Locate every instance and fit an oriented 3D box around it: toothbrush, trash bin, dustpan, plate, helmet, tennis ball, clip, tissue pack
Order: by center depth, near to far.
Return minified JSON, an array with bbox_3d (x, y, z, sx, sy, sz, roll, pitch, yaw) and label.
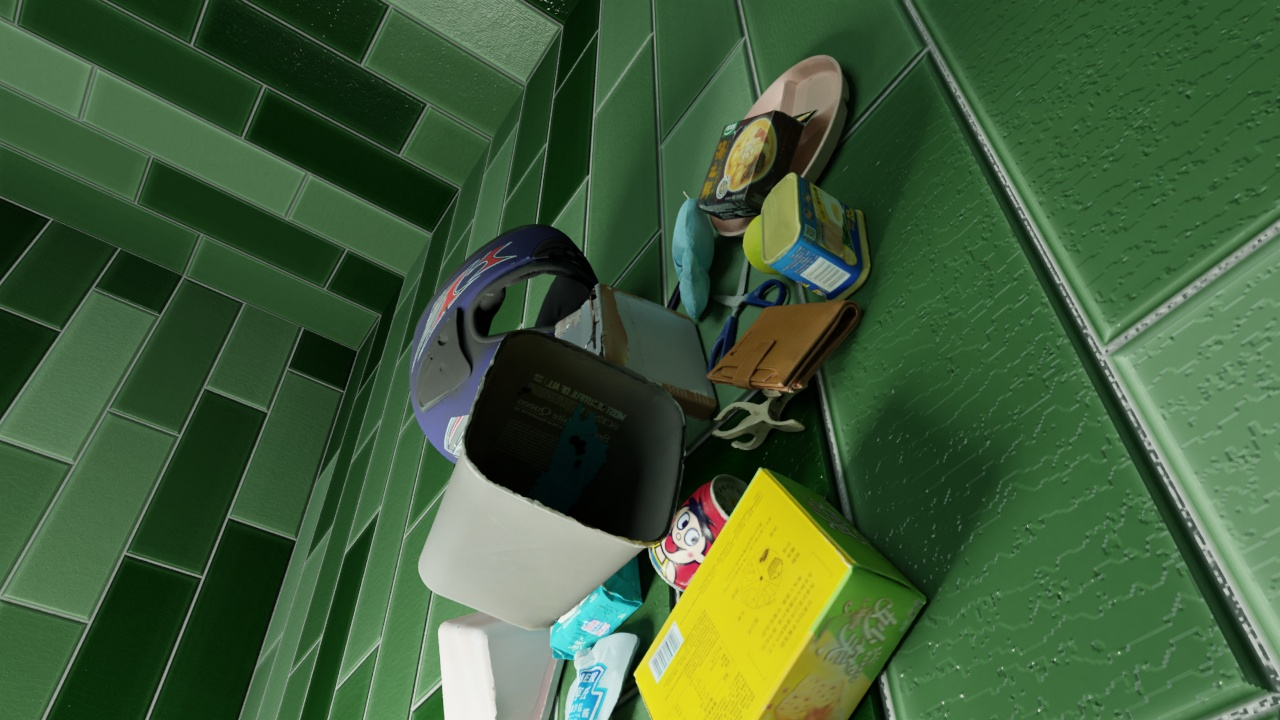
[{"bbox_3d":[0.111,0.052,0.841,0.100,0.034,0.070,-29,40,47],"label":"clip"},{"bbox_3d":[-0.094,0.125,0.874,0.220,0.199,0.198,-55,14,40],"label":"trash bin"},{"bbox_3d":[0.136,-0.119,0.921,0.066,0.065,0.065,-47,28,35],"label":"tennis ball"},{"bbox_3d":[-0.052,0.244,0.965,0.134,0.050,0.093,-51,27,30],"label":"tissue pack"},{"bbox_3d":[0.157,-0.241,1.052,0.230,0.028,0.229,-46,29,34],"label":"plate"},{"bbox_3d":[-0.140,0.378,1.071,0.223,0.138,0.273,-16,79,59],"label":"dustpan"},{"bbox_3d":[0.034,-0.057,1.144,0.189,0.014,0.017,-66,10,-6],"label":"toothbrush"},{"bbox_3d":[-0.153,0.010,1.190,0.316,0.247,0.240,-51,53,21],"label":"helmet"}]

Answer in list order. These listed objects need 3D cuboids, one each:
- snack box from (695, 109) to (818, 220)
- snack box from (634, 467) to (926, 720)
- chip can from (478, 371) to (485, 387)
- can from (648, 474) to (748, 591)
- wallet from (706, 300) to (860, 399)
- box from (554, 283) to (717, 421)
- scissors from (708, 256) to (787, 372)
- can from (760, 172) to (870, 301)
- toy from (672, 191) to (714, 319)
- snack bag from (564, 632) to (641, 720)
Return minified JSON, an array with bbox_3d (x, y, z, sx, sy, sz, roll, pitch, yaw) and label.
[{"bbox_3d":[0.125,-0.220,1.009,0.113,0.053,0.125,11,82,66],"label":"snack box"},{"bbox_3d":[0.091,0.206,0.671,0.210,0.070,0.157,-60,23,9],"label":"snack box"},{"bbox_3d":[-0.103,0.089,1.025,0.073,0.217,0.073,-16,41,14],"label":"chip can"},{"bbox_3d":[0.059,0.151,0.802,0.094,0.066,0.066,-50,26,30],"label":"can"},{"bbox_3d":[0.128,-0.012,0.840,0.107,0.031,0.132,-47,18,-15],"label":"wallet"},{"bbox_3d":[-0.005,0.004,1.005,0.148,0.146,0.180,-28,36,18],"label":"box"},{"bbox_3d":[0.108,-0.057,0.986,0.163,0.012,0.175,-25,43,60],"label":"scissors"},{"bbox_3d":[0.158,-0.113,0.843,0.057,0.083,0.101,-42,31,41],"label":"can"},{"bbox_3d":[0.061,-0.125,1.070,0.161,0.050,0.156,15,-106,-83],"label":"toy"},{"bbox_3d":[-0.052,0.356,0.868,0.111,0.039,0.190,-45,27,56],"label":"snack bag"}]
